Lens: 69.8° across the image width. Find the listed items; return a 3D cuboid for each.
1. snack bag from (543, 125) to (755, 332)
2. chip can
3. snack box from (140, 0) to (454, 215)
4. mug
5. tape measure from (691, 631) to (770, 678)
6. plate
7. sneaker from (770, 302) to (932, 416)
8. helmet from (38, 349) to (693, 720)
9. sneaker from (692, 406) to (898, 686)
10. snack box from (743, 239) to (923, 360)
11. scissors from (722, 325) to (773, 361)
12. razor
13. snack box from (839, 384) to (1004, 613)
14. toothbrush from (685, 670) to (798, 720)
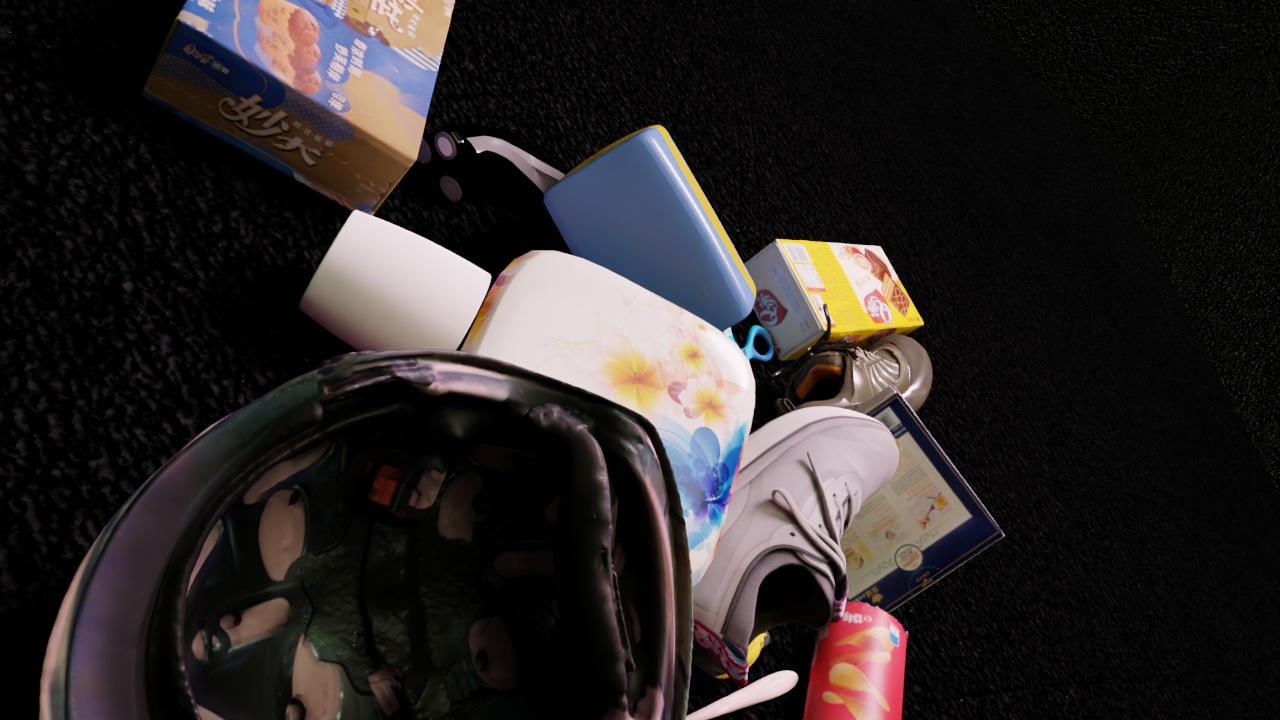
[{"bbox_3d":[0.016,-0.103,0.741,0.159,0.102,0.205,59,14,-11],"label":"snack bag"},{"bbox_3d":[0.140,0.274,0.623,0.073,0.073,0.232,44,36,-13],"label":"chip can"},{"bbox_3d":[-0.221,-0.219,0.628,0.155,0.069,0.202,29,42,-30],"label":"snack box"},{"bbox_3d":[-0.151,-0.044,0.568,0.087,0.081,0.114,30,10,-17],"label":"mug"},{"bbox_3d":[0.055,0.183,0.632,0.064,0.037,0.065,-18,75,-53],"label":"tape measure"},{"bbox_3d":[-0.018,0.031,0.543,0.187,0.016,0.186,27,61,-13],"label":"plate"},{"bbox_3d":[0.180,0.016,0.855,0.143,0.101,0.237,55,42,-9],"label":"sneaker"},{"bbox_3d":[-0.108,0.110,0.397,0.254,0.153,0.230,-11,95,-33],"label":"helmet"},{"bbox_3d":[0.107,0.115,0.613,0.262,0.097,0.129,-22,42,-34],"label":"sneaker"},{"bbox_3d":[0.208,-0.065,0.983,0.229,0.062,0.110,-5,65,-49],"label":"snack box"},{"bbox_3d":[0.098,-0.001,0.852,0.114,0.013,0.140,22,44,-38],"label":"scissors"},{"bbox_3d":[-0.103,-0.151,0.722,0.155,0.057,0.060,-4,96,-49],"label":"razor"},{"bbox_3d":[0.188,0.119,0.741,0.145,0.144,0.042,53,9,-2],"label":"snack box"},{"bbox_3d":[0.056,0.230,0.612,0.180,0.018,0.015,3,60,-48],"label":"toothbrush"}]
